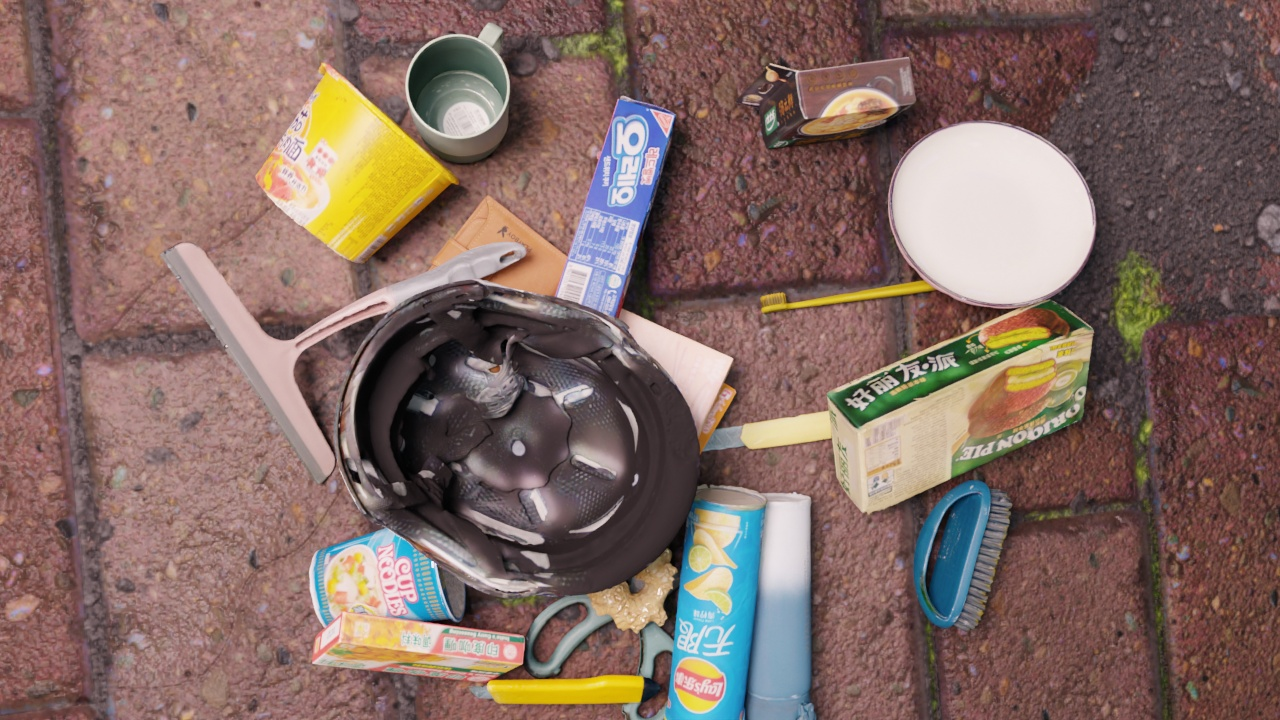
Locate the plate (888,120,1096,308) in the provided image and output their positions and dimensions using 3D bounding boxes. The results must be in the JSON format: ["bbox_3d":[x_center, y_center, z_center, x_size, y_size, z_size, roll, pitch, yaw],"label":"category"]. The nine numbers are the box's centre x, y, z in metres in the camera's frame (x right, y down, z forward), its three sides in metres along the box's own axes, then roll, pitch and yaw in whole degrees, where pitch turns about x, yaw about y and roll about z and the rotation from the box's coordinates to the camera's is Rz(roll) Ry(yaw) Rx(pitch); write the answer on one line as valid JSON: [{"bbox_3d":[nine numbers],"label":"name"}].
[{"bbox_3d":[0.326,-0.134,0.867,0.192,0.039,0.192,0,72,0],"label":"plate"}]

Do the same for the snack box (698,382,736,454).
[{"bbox_3d":[0.017,0.074,0.840,0.075,0.026,0.153,32,84,-3],"label":"snack box"}]

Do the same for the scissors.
[{"bbox_3d":[-0.033,0.255,0.838,0.181,0.019,0.170,3,91,-8],"label":"scissors"}]

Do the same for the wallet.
[{"bbox_3d":[-0.135,-0.065,0.819,0.108,0.031,0.131,39,83,-8],"label":"wallet"}]

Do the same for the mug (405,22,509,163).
[{"bbox_3d":[-0.147,-0.229,0.778,0.082,0.106,0.111,26,86,-7],"label":"mug"}]

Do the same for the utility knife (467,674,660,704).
[{"bbox_3d":[-0.067,0.290,0.812,0.170,0.015,0.033,3,124,-9],"label":"utility knife"}]

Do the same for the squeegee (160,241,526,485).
[{"bbox_3d":[-0.211,-0.046,0.764,0.249,0.040,0.248,-27,129,-13],"label":"squeegee"}]

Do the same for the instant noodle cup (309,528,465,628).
[{"bbox_3d":[-0.214,0.184,0.777,0.110,0.099,0.099,-13,91,-1],"label":"instant noodle cup"}]

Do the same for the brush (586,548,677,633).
[{"bbox_3d":[-0.075,0.148,0.818,0.254,0.046,0.083,35,85,3],"label":"brush"}]

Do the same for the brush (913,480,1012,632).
[{"bbox_3d":[0.298,0.182,0.871,0.073,0.055,0.144,17,87,-9],"label":"brush"}]

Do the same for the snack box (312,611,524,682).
[{"bbox_3d":[-0.183,0.239,0.762,0.155,0.077,0.027,17,54,-27],"label":"snack box"}]

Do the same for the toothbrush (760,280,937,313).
[{"bbox_3d":[0.206,-0.065,0.879,0.190,0.016,0.016,-8,84,-9],"label":"toothbrush"}]

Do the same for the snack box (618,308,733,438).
[{"bbox_3d":[-0.005,0.005,0.818,0.157,0.026,0.084,25,84,8],"label":"snack box"}]

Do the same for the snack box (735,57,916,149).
[{"bbox_3d":[0.163,-0.231,0.824,0.125,0.113,0.053,-11,91,-8],"label":"snack box"}]

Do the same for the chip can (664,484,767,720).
[{"bbox_3d":[0.066,0.219,0.803,0.071,0.071,0.210,5,96,-9],"label":"chip can"}]

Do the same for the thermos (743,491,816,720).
[{"bbox_3d":[0.126,0.233,0.838,0.070,0.070,0.220,-1,89,-9],"label":"thermos"}]

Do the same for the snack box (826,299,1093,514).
[{"bbox_3d":[0.292,0.042,0.841,0.240,0.063,0.114,-23,129,-8],"label":"snack box"}]

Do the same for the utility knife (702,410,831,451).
[{"bbox_3d":[0.138,0.064,0.865,0.212,0.022,0.031,-8,87,-10],"label":"utility knife"}]

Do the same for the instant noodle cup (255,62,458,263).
[{"bbox_3d":[-0.237,-0.155,0.757,0.138,0.138,0.110,42,92,-6],"label":"instant noodle cup"}]

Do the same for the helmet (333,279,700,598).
[{"bbox_3d":[-0.101,0.061,0.740,0.274,0.157,0.230,22,85,-12],"label":"helmet"}]

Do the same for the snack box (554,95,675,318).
[{"bbox_3d":[-0.022,-0.124,0.802,0.057,0.058,0.207,15,77,2],"label":"snack box"}]
